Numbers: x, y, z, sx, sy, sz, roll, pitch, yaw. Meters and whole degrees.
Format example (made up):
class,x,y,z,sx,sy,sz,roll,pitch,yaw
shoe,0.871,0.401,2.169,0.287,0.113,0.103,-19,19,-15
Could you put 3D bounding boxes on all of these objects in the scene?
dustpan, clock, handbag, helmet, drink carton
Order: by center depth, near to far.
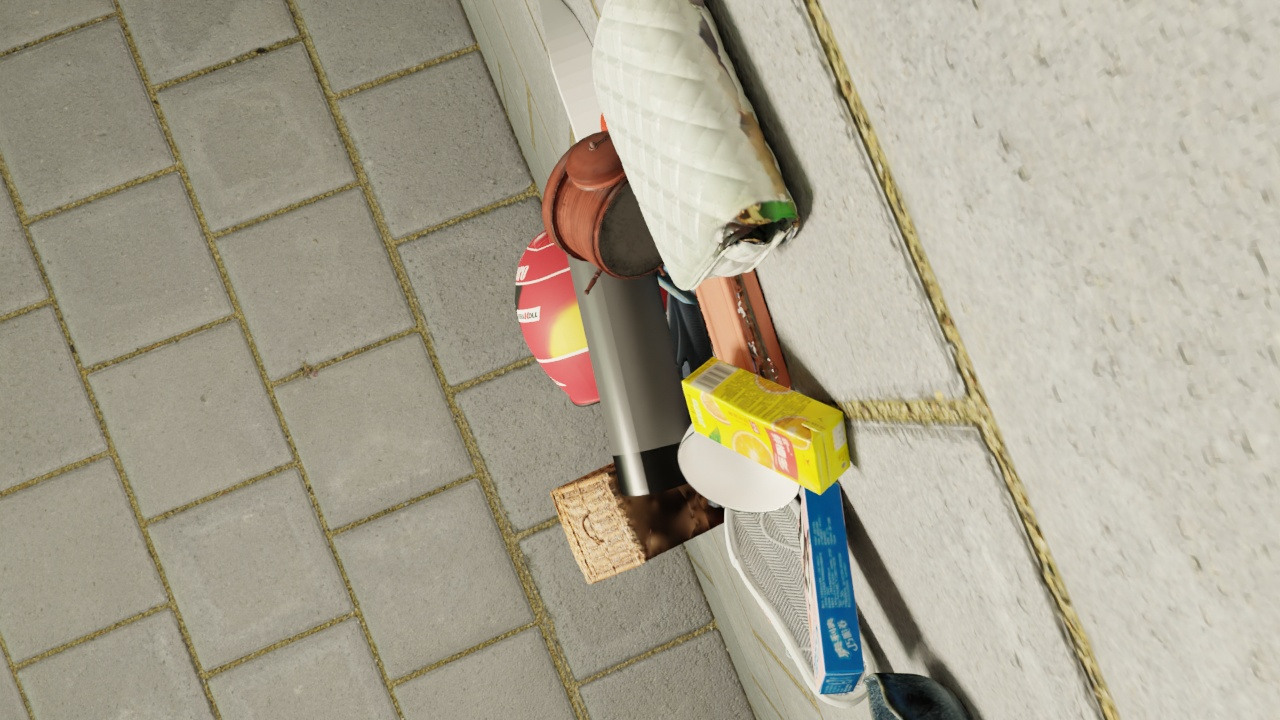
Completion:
class,x,y,z,sx,sy,sz,roll,pitch,yaw
handbag,0.036,-0.153,0.620,0.139,0.072,0.195,132,116,-74
drink carton,0.098,0.048,0.714,0.135,0.042,0.059,25,143,44
clock,-0.015,-0.142,0.780,0.072,0.120,0.158,40,134,39
dustpan,-0.089,-0.341,1.153,0.257,0.053,0.192,-119,8,-50
helmet,-0.058,-0.075,1.184,0.270,0.198,0.225,-94,-17,-78

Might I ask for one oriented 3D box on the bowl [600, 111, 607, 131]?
class,x,y,z,sx,sy,sz,roll,pitch,yaw
bowl,-0.007,-0.212,0.916,0.130,0.045,0.130,156,91,-84

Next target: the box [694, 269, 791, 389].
class,x,y,z,sx,sy,sz,roll,pitch,yaw
box,0.089,-0.043,0.763,0.056,0.063,0.188,0,115,45

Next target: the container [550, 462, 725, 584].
class,x,y,z,sx,sy,sz,roll,pitch,yaw
container,0.016,0.158,1.037,0.113,0.198,0.113,-27,85,50

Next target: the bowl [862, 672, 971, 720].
class,x,y,z,sx,sy,sz,roll,pitch,yaw
bowl,0.212,0.275,0.675,0.110,0.055,0.110,157,91,-84

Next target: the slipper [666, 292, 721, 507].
class,x,y,z,sx,sy,sz,roll,pitch,yaw
slipper,0.040,0.030,0.985,0.111,0.083,0.267,92,170,-53

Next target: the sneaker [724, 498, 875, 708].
class,x,y,z,sx,sy,sz,roll,pitch,yaw
sneaker,0.152,0.232,0.916,0.091,0.089,0.242,73,172,-60

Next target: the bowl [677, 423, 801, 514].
class,x,y,z,sx,sy,sz,roll,pitch,yaw
bowl,0.097,0.080,0.839,0.063,0.114,0.113,-64,-34,-42

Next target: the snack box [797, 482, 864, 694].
class,x,y,z,sx,sy,sz,roll,pitch,yaw
snack box,0.154,0.187,0.753,0.088,0.033,0.154,77,-170,-61

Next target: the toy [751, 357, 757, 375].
class,x,y,z,sx,sy,sz,roll,pitch,yaw
toy,0.104,0.035,0.891,0.080,0.036,0.100,-103,1,-46

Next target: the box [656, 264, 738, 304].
class,x,y,z,sx,sy,sz,roll,pitch,yaw
box,0.044,-0.079,0.902,0.210,0.059,0.068,-141,28,-80

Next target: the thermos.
class,x,y,z,sx,sy,sz,roll,pitch,yaw
thermos,-0.005,0.005,0.894,0.082,0.082,0.240,159,98,-85
